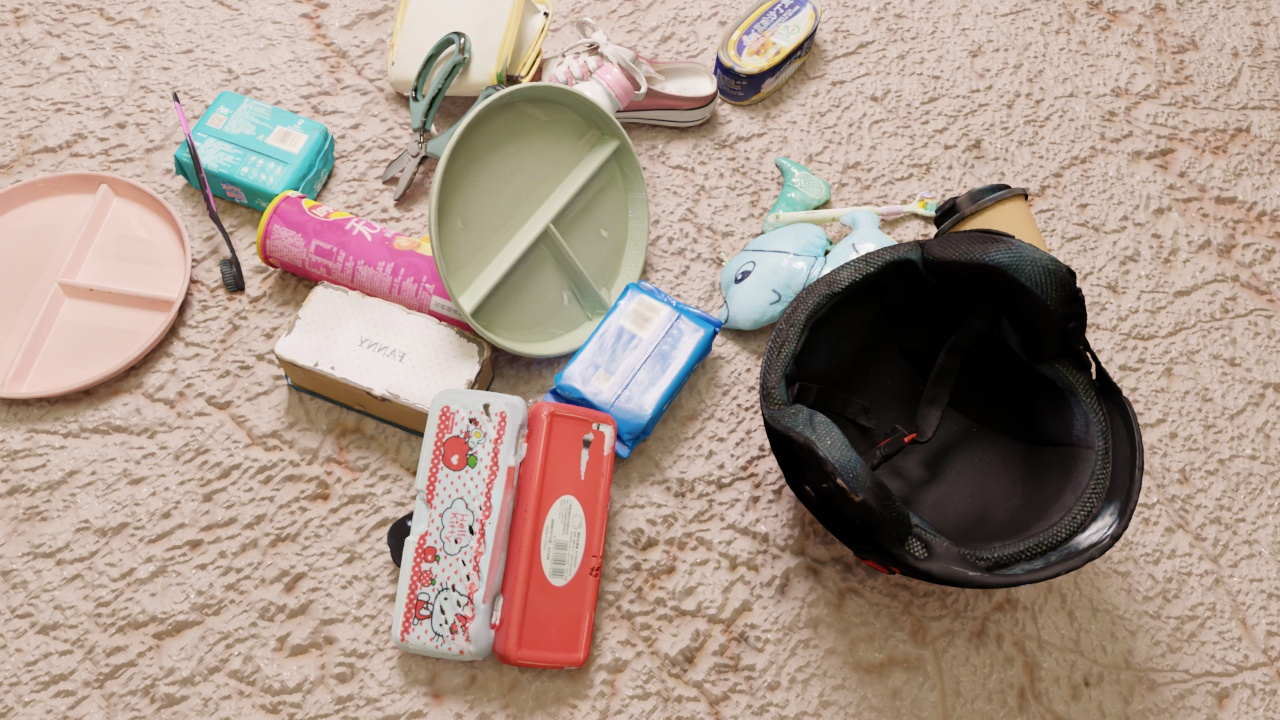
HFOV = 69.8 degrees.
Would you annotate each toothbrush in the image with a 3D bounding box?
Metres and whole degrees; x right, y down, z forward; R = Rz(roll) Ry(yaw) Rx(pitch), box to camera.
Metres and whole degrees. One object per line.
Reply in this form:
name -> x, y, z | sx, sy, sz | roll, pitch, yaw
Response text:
toothbrush -> 0.206, -0.143, 0.886 | 0.189, 0.020, 0.029 | -9, 69, -20
toothbrush -> -0.393, -0.151, 0.826 | 0.018, 0.014, 0.189 | -19, 91, -2

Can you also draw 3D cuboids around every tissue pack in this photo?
tissue pack -> -0.364, -0.194, 0.868 | 0.133, 0.050, 0.093 | 21, 66, 7
tissue pack -> -0.005, 0.005, 0.794 | 0.095, 0.052, 0.156 | 31, 65, 13

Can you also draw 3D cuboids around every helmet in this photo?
helmet -> 0.220, 0.047, 0.691 | 0.233, 0.230, 0.275 | -44, 73, -7

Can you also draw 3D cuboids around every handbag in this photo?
handbag -> -0.175, -0.287, 0.901 | 0.164, 0.063, 0.178 | 11, 85, 33

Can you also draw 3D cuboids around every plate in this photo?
plate -> -0.082, -0.117, 0.780 | 0.027, 0.230, 0.229 | 9, 54, 46
plate -> -0.511, -0.067, 0.806 | 0.229, 0.028, 0.229 | 2, 64, -3

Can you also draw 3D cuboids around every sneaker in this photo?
sneaker -> -0.040, -0.284, 0.915 | 0.241, 0.088, 0.118 | 0, 63, -1

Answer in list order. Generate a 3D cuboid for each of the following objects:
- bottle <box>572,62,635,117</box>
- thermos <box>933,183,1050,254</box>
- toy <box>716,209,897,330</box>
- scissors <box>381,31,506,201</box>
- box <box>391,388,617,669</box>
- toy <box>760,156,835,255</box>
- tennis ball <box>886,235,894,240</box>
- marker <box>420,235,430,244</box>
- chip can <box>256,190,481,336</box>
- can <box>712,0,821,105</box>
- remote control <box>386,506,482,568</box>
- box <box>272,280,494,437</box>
bottle -> -0.089, -0.191, 0.842 | 0.197, 0.068, 0.068 | -42, 72, 2
thermos -> 0.339, -0.090, 0.852 | 0.093, 0.093, 0.143 | -20, 74, -14
toy -> 0.139, -0.081, 0.826 | 0.161, 0.050, 0.156 | -50, 44, -6
scissors -> -0.179, -0.212, 0.849 | 0.172, 0.019, 0.177 | 32, 100, 33
box -> -0.100, 0.127, 0.698 | 0.160, 0.064, 0.201 | 9, 78, -10
toy -> 0.156, -0.145, 0.896 | 0.096, 0.030, 0.091 | 32, 70, 3
tennis ball -> 0.213, -0.085, 0.847 | 0.065, 0.066, 0.065 | 2, 63, -4
marker -> -0.152, -0.078, 0.846 | 0.124, 0.015, 0.018 | 32, 67, 9
chip can -> -0.225, -0.081, 0.811 | 0.210, 0.071, 0.071 | 21, 63, 6
can -> 0.135, -0.336, 0.978 | 0.074, 0.049, 0.147 | 38, 67, 14
remote control -> -0.133, 0.131, 0.735 | 0.136, 0.024, 0.053 | -17, 70, -13
box -> -0.220, 0.000, 0.776 | 0.184, 0.063, 0.089 | 21, 63, 8
